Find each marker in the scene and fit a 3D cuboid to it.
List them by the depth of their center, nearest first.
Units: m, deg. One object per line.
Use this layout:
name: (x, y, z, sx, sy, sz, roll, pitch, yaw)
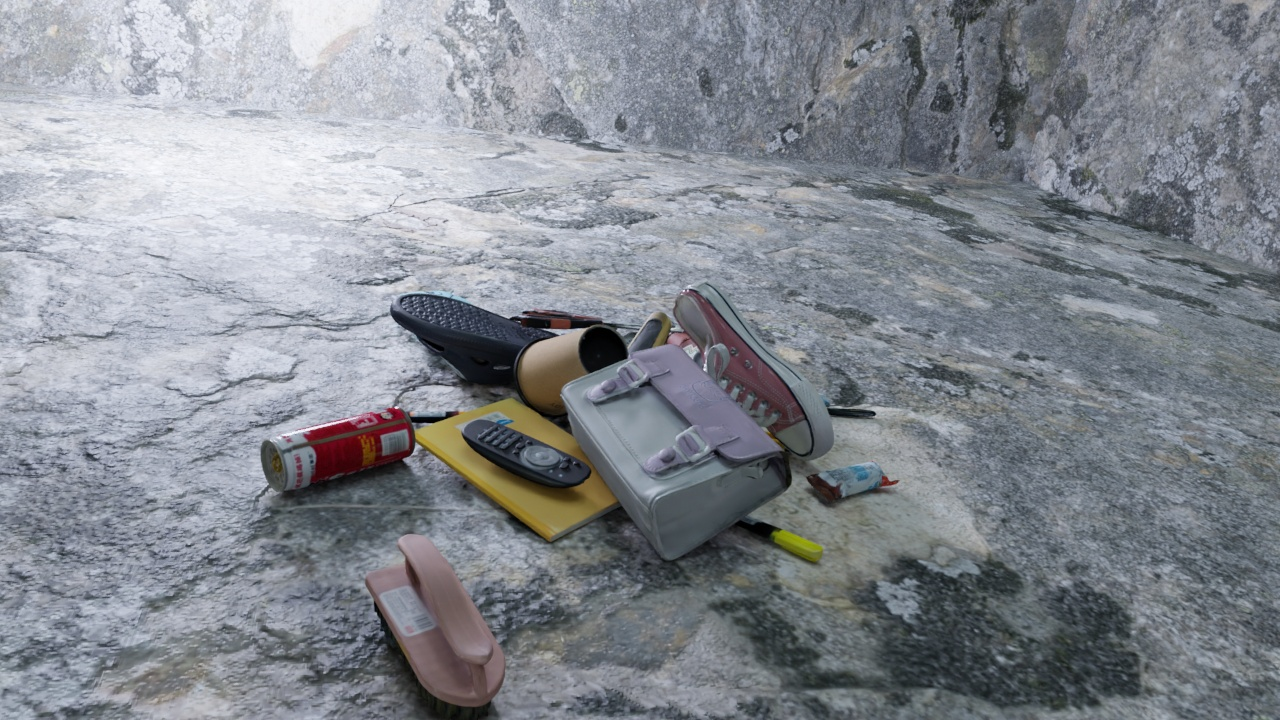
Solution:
marker: (0.115, 0.161, 0.872, 0.124, 0.015, 0.018, 19, 23, 31)
marker: (-0.215, 0.063, 0.992, 0.123, 0.015, 0.018, 2, 28, -13)

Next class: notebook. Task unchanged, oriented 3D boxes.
notebook: (-0.111, 0.101, 0.918, 0.206, 0.010, 0.145, 29, 30, 31)

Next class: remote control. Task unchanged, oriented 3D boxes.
remote control: (-0.112, 0.094, 0.888, 0.136, 0.024, 0.053, 22, 27, 18)

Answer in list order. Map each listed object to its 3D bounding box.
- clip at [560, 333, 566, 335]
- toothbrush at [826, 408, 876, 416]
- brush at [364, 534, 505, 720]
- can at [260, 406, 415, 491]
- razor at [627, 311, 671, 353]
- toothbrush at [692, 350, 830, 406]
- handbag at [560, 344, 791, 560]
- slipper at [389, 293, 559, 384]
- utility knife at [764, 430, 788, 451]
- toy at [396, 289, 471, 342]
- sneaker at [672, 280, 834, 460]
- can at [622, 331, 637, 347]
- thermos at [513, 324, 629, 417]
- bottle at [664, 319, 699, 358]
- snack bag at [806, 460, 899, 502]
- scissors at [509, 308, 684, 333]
clip: (-0.087, -0.014, 1.219, 0.027, 0.044, 0.058, 0, 32, -34)
toothbrush: (0.213, 0.060, 1.152, 0.181, 0.018, 0.015, 5, 19, -13)
brush: (-0.140, 0.186, 0.641, 0.063, 0.073, 0.146, -6, 28, -33)
can: (-0.283, 0.083, 0.865, 0.132, 0.053, 0.053, -14, 31, -43)
razor: (-0.006, 0.006, 1.075, 0.062, 0.068, 0.167, 13, 52, 21)
toothbrush: (0.155, 0.026, 1.130, 0.220, 0.027, 0.026, 17, 29, -34)
handbag: (0.029, 0.073, 0.871, 0.144, 0.099, 0.197, -24, 41, -17)
slipper: (-0.179, -0.006, 1.107, 0.267, 0.083, 0.110, 15, 18, -39)
utility knife: (0.094, 0.082, 1.052, 0.177, 0.015, 0.033, 9, 23, 0)
toy: (-0.259, -0.055, 1.219, 0.161, 0.050, 0.156, 15, 25, 4)
sneaker: (0.109, 0.023, 1.008, 0.087, 0.119, 0.241, -36, 83, -31)
can: (0.025, 0.016, 1.134, 0.058, 0.058, 0.147, -7, 27, -34)
thermos: (-0.075, 0.009, 0.996, 0.092, 0.093, 0.144, -7, -8, -34)
bottle: (0.068, -0.008, 1.211, 0.059, 0.060, 0.206, -2, 23, -23)
snack bag: (0.227, 0.127, 0.977, 0.105, 0.026, 0.045, -7, 35, -31)
scissors: (-0.061, -0.048, 1.167, 0.225, 0.015, 0.188, 10, 9, 30)
